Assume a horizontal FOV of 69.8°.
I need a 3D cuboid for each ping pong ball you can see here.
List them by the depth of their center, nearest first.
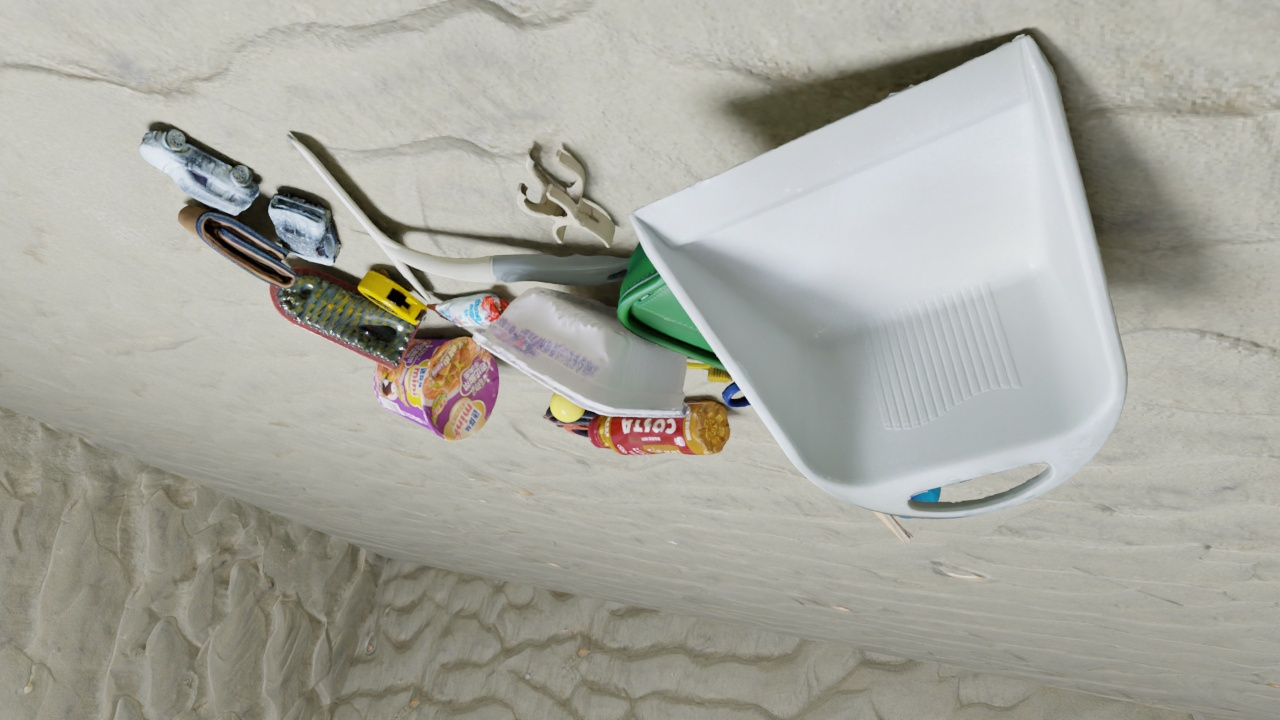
[{"bbox_3d":[-0.082,0.050,1.035,0.040,0.040,0.040,13,159,5],"label":"ping pong ball"}]

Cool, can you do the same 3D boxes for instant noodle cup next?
[{"bbox_3d":[-0.034,-0.009,0.740,0.138,0.060,0.173,29,-169,26],"label":"instant noodle cup"},{"bbox_3d":[-0.224,0.023,0.986,0.099,0.111,0.111,12,161,35],"label":"instant noodle cup"}]

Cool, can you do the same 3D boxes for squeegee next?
[{"bbox_3d":[-0.122,-0.080,0.737,0.247,0.039,0.247,9,159,14],"label":"squeegee"}]

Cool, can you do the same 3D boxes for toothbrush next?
[{"bbox_3d":[-0.005,0.005,0.880,0.190,0.016,0.016,5,158,12],"label":"toothbrush"}]

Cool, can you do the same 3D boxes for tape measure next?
[{"bbox_3d":[-0.234,-0.063,0.862,0.060,0.029,0.057,23,167,38],"label":"tape measure"}]

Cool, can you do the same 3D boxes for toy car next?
[{"bbox_3d":[-0.349,-0.148,0.724,0.090,0.034,0.043,32,157,-34],"label":"toy car"},{"bbox_3d":[-0.288,-0.108,0.787,0.049,0.031,0.106,19,161,-5],"label":"toy car"}]

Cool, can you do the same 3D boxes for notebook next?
[{"bbox_3d":[0.190,0.100,0.909,0.149,0.012,0.211,46,-178,38],"label":"notebook"}]

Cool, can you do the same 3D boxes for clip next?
[{"bbox_3d":[-0.051,-0.106,0.632,0.076,0.034,0.101,7,163,17],"label":"clip"}]

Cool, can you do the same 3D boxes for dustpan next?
[{"bbox_3d":[0.157,-0.008,0.526,0.223,0.142,0.257,-20,150,25],"label":"dustpan"}]

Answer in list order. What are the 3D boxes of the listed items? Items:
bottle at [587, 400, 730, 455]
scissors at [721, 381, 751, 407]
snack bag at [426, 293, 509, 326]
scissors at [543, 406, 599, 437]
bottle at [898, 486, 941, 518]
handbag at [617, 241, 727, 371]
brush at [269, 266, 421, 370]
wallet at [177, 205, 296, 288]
[{"bbox_3d":[0.015,0.076,1.013,0.175,0.057,0.057,-6,151,43],"label":"bottle"},{"bbox_3d":[0.132,0.013,0.752,0.162,0.012,0.176,-16,154,-28],"label":"scissors"},{"bbox_3d":[-0.156,-0.047,0.861,0.105,0.026,0.045,-1,159,41],"label":"snack bag"},{"bbox_3d":[-0.009,0.087,1.120,0.210,0.015,0.177,20,157,-12],"label":"scissors"},{"bbox_3d":[0.240,0.094,0.900,0.065,0.065,0.218,1,155,32],"label":"bottle"},{"bbox_3d":[0.058,-0.052,0.662,0.131,0.067,0.120,23,150,-18],"label":"handbag"},{"bbox_3d":[-0.296,-0.047,0.912,0.145,0.063,0.069,26,177,-25],"label":"brush"},{"bbox_3d":[-0.353,-0.101,0.802,0.090,0.033,0.115,39,167,-35],"label":"wallet"}]
